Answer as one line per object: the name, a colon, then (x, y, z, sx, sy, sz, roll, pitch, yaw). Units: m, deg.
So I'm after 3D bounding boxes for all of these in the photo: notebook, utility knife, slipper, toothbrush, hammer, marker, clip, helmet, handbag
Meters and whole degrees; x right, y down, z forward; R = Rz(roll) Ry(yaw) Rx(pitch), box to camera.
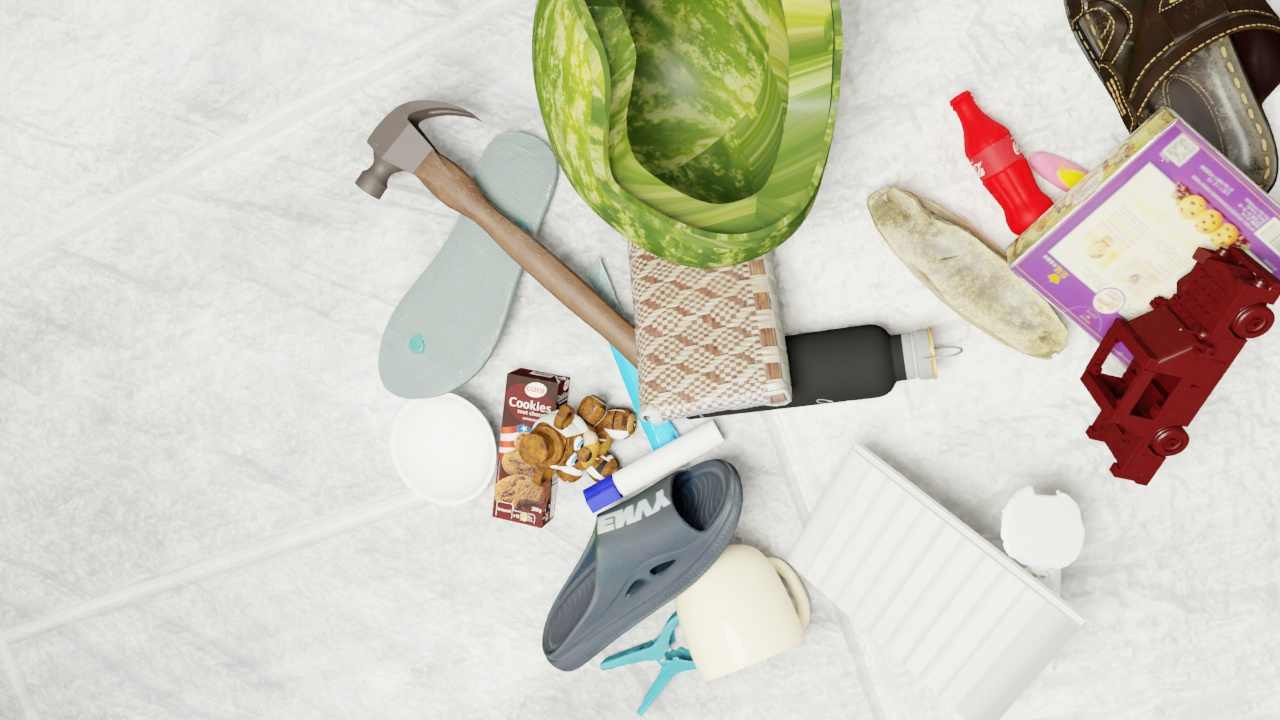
notebook: (0.227, 0.183, 0.742, 0.210, 0.009, 0.143, 40, 127, 27)
utility knife: (-0.005, 0.005, 0.834, 0.031, 0.015, 0.205, -20, 97, 15)
slipper: (-0.148, -0.079, 0.850, 0.098, 0.054, 0.269, 30, 95, 7)
toothbrush: (0.362, -0.125, 0.709, 0.135, 0.016, 0.021, 32, 108, 11)
hammer: (-0.106, -0.104, 0.805, 0.323, 0.033, 0.115, 42, 96, 3)
marker: (0.012, 0.095, 0.821, 0.133, 0.027, 0.023, -29, 104, 3)
clip: (0.035, 0.290, 0.865, 0.114, 0.028, 0.127, 40, 107, 4)
slipper: (-0.020, 0.169, 0.811, 0.083, 0.110, 0.269, 34, 115, -20)
helmet: (0.033, -0.198, 0.675, 0.213, 0.243, 0.247, -23, 127, -8)
slipper: (0.384, -0.228, 0.652, 0.113, 0.075, 0.268, -20, 93, 18)
handbag: (0.054, -0.041, 0.761, 0.124, 0.047, 0.185, -10, 67, 15)

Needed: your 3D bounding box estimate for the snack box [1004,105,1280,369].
snack box: (0.373, -0.080, 0.666, 0.143, 0.040, 0.148, 38, 121, -7)

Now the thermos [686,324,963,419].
thermos: (0.147, 0.006, 0.766, 0.232, 0.061, 0.061, -8, 97, 17)

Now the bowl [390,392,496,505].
bowl: (-0.182, 0.081, 0.884, 0.110, 0.040, 0.110, 3, 100, 16)

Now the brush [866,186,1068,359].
brush: (0.259, -0.070, 0.731, 0.195, 0.043, 0.059, 42, 107, 5)

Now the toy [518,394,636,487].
toy: (-0.060, 0.073, 0.814, 0.067, 0.112, 0.087, 27, 106, 22)

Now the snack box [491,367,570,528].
snack box: (-0.104, 0.082, 0.866, 0.051, 0.031, 0.141, 11, 102, 14)

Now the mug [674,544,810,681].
mug: (0.090, 0.210, 0.804, 0.120, 0.096, 0.099, -14, 71, -24)

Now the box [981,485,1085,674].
box: (0.303, 0.172, 0.737, 0.083, 0.092, 0.166, -2, 97, -4)

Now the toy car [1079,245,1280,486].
toy car: (0.367, 0.002, 0.646, 0.062, 0.070, 0.170, 12, 122, -6)

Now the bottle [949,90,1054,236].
bottle: (0.278, -0.156, 0.715, 0.036, 0.036, 0.119, -31, 89, 18)
